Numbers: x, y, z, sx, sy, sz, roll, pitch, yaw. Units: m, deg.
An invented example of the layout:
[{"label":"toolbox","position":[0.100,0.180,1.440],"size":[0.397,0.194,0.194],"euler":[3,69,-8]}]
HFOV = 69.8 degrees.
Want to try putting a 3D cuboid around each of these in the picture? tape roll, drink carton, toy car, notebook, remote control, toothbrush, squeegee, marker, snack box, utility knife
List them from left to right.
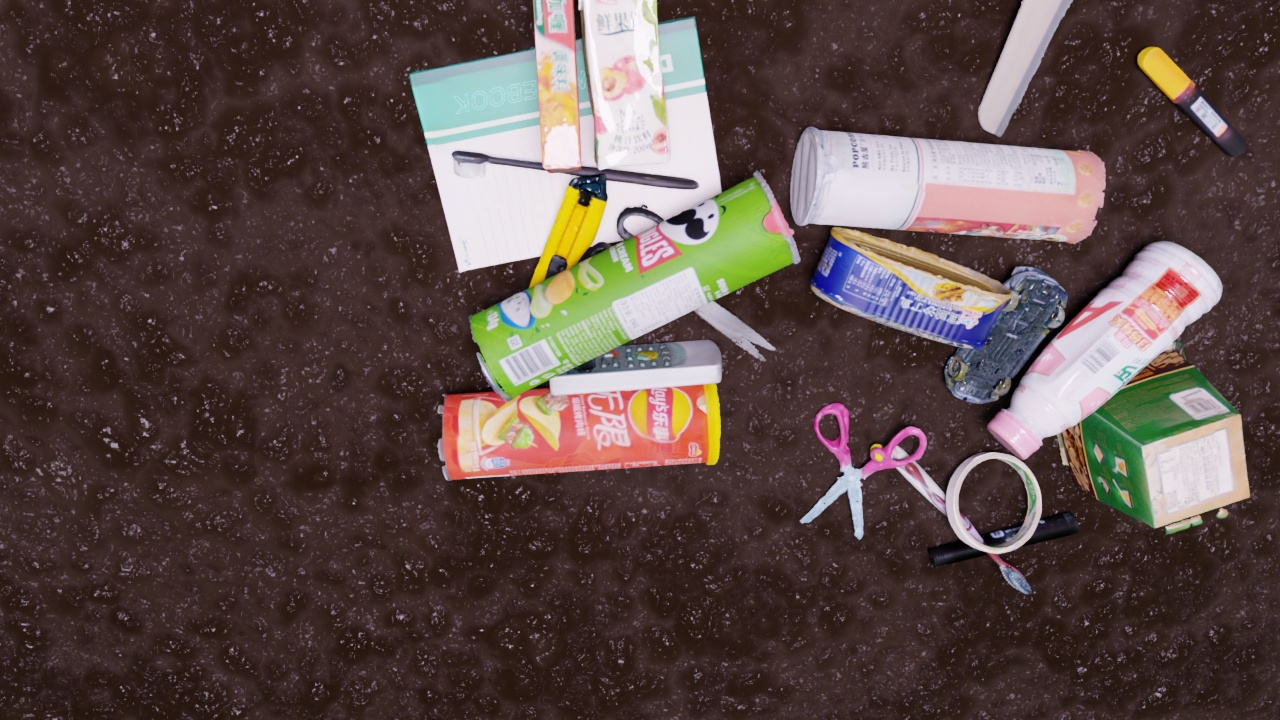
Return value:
[{"label":"utility knife","position":[-0.068,-0.055,0.699],"size":[0.033,0.015,0.197],"euler":[20,118,-9]},{"label":"snack box","position":[-0.056,-0.205,0.608],"size":[0.027,0.077,0.156],"euler":[-3,100,-3]},{"label":"notebook","position":[-0.050,-0.156,0.678],"size":[0.209,0.012,0.150],"euler":[-11,111,1]},{"label":"toothbrush","position":[-0.047,-0.135,0.670],"size":[0.181,0.015,0.018],"euler":[4,116,-4]},{"label":"drink carton","position":[-0.012,-0.198,0.633],"size":[0.053,0.045,0.122],"euler":[-8,110,-6]},{"label":"remote control","position":[-0.004,0.004,0.718],"size":[0.135,0.056,0.019],"euler":[-4,112,-2]},{"label":"squeegee","position":[0.185,-0.303,0.625],"size":[0.246,0.039,0.247],"euler":[14,127,-3]},{"label":"toothbrush","position":[0.277,0.139,0.797],"size":[0.016,0.017,0.187],"euler":[-44,99,7]},{"label":"tape roll","position":[0.304,0.122,0.789],"size":[0.085,0.014,0.085],"euler":[1,85,-13]},{"label":"toy car","position":[0.292,-0.019,0.742],"size":[0.054,0.036,0.121],"euler":[15,119,-17]},{"label":"marker","position":[0.325,0.162,0.822],"size":[0.132,0.020,0.022],"euler":[-15,128,2]},{"label":"snack box","position":[0.422,0.065,0.746],"size":[0.118,0.105,0.117],"euler":[-20,110,3]},{"label":"marker","position":[0.419,-0.195,0.696],"size":[0.124,0.015,0.018],"euler":[34,106,-18]}]

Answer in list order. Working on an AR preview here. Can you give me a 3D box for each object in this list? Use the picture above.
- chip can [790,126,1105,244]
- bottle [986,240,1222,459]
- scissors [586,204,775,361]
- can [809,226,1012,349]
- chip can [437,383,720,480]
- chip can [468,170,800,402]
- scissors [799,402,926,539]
[{"label":"chip can","position":[0.224,-0.128,0.676],"size":[0.214,0.071,0.071],"euler":[3,110,-6]},{"label":"bottle","position":[0.360,-0.003,0.725],"size":[0.068,0.068,0.197],"euler":[42,96,-17]},{"label":"scissors","position":[0.032,-0.045,0.720],"size":[0.141,0.014,0.174],"euler":[-16,121,2]},{"label":"can","position":[0.205,-0.055,0.702],"size":[0.148,0.074,0.049],"euler":[16,112,-9]},{"label":"chip can","position":[-0.047,0.054,0.726],"size":[0.216,0.073,0.073],"euler":[-5,111,-2]},{"label":"chip can","position":[-0.006,-0.051,0.660],"size":[0.236,0.072,0.072],"euler":[-26,110,6]},{"label":"scissors","position":[0.177,0.092,0.785],"size":[0.124,0.017,0.134],"euler":[40,112,-8]}]
